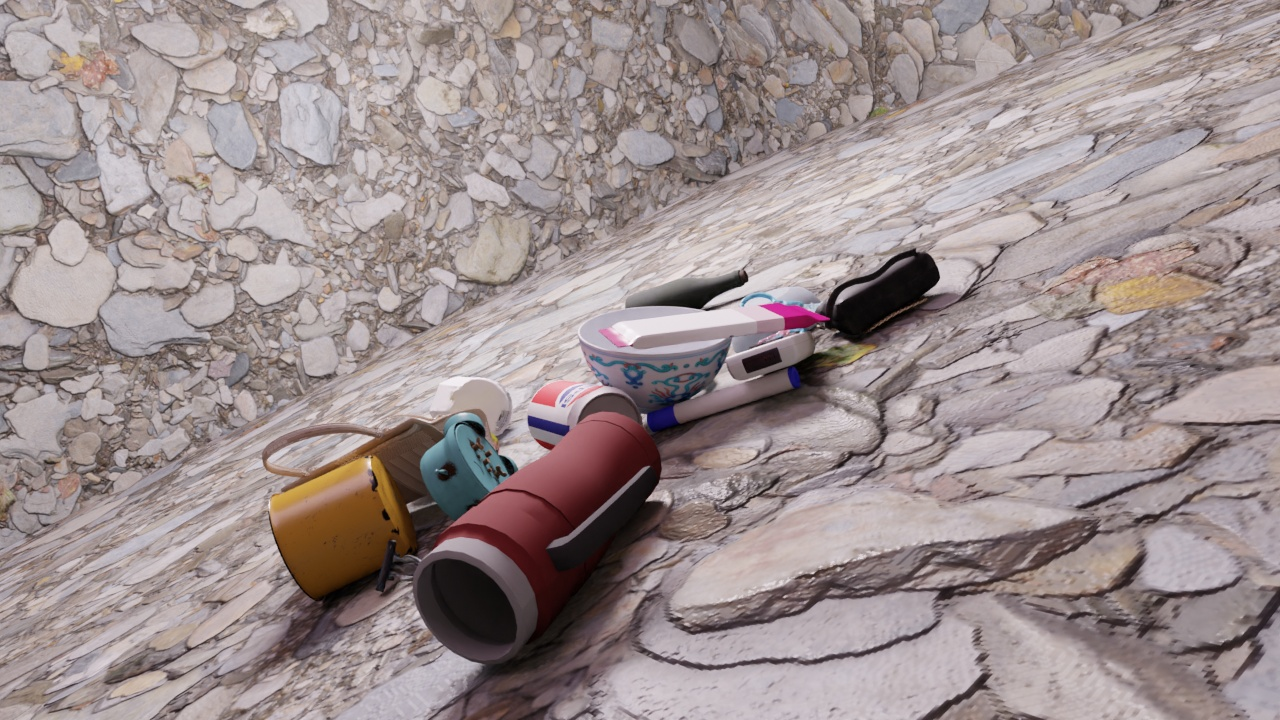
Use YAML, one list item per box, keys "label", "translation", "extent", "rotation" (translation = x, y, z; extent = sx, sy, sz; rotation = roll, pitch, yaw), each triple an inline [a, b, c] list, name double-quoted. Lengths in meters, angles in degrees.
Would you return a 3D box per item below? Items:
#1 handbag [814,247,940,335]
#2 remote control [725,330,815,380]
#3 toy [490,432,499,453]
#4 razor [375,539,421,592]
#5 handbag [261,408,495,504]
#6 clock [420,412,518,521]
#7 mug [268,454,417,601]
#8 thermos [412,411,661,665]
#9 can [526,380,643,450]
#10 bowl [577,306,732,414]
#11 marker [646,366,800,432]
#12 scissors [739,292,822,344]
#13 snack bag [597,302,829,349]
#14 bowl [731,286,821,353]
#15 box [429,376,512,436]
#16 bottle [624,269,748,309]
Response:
- label: "handbag"
  translation: [0.217, -0.065, 0.861]
  extent: [0.128, 0.054, 0.079]
  rotation: [-30, 9, -13]
- label: "remote control"
  translation: [0.116, -0.006, 0.799]
  extent: [0.060, 0.025, 0.138]
  rotation: [-19, -2, 18]
- label: "toy"
  translation: [-0.198, 0.101, 0.981]
  extent: [0.110, 0.051, 0.089]
  rotation: [-8, 23, 47]
- label: "razor"
  translation: [-0.154, 0.162, 0.717]
  extent: [0.145, 0.022, 0.042]
  rotation: [-10, 61, 37]
- label: "handbag"
  translation: [-0.266, 0.094, 0.865]
  extent: [0.176, 0.062, 0.197]
  rotation: [-27, -23, 19]
- label: "clock"
  translation: [-0.152, 0.096, 0.825]
  extent: [0.053, 0.090, 0.124]
  rotation: [-33, 12, 7]
- label: "mug"
  translation: [-0.256, 0.147, 0.814]
  extent: [0.094, 0.100, 0.124]
  rotation: [-24, -17, -7]
- label: "thermos"
  translation: [-0.049, 0.104, 0.597]
  extent: [0.108, 0.084, 0.198]
  rotation: [-19, 11, 31]
- label: "can"
  translation: [-0.053, 0.056, 0.838]
  extent: [0.070, 0.070, 0.132]
  rotation: [-30, 13, -21]
- label: "bowl"
  translation: [0.015, 0.005, 0.864]
  extent: [0.144, 0.074, 0.143]
  rotation: [-1, 20, 0]
- label: "marker"
  translation: [0.071, 0.035, 0.805]
  extent: [0.142, 0.020, 0.020]
  rotation: [-19, 13, 25]
- label: "scissors"
  translation: [0.158, -0.053, 0.919]
  extent: [0.140, 0.015, 0.111]
  rotation: [-29, 47, -24]
- label: "snack bag"
  translation: [0.065, -0.031, 0.820]
  extent: [0.196, 0.016, 0.070]
  rotation: [-8, 15, -16]
- label: "bowl"
  translation: [0.140, -0.049, 0.971]
  extent: [0.106, 0.039, 0.106]
  rotation: [-24, 12, 5]
- label: "box"
  translation: [-0.203, 0.057, 1.103]
  extent: [0.143, 0.089, 0.080]
  rotation: [-1, 65, 58]
- label: "bottle"
  translation: [0.065, -0.088, 1.254]
  extent: [0.174, 0.055, 0.055]
  rotation: [-18, 14, 25]
